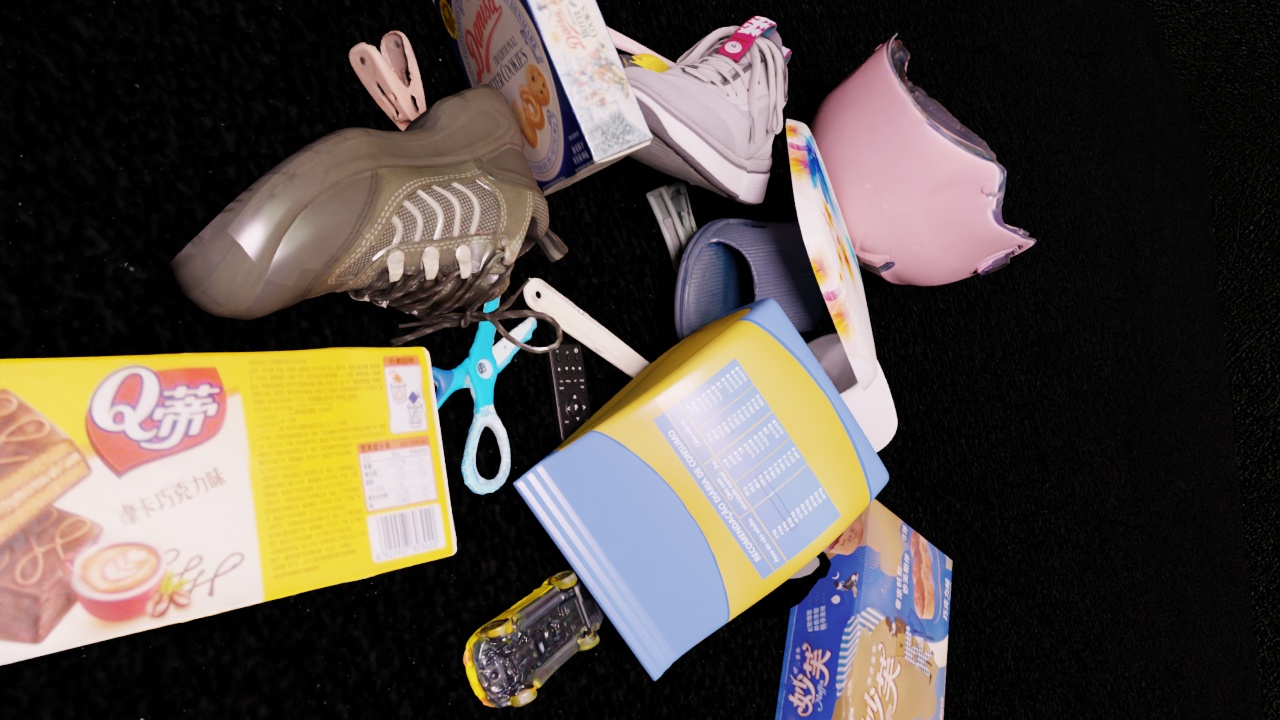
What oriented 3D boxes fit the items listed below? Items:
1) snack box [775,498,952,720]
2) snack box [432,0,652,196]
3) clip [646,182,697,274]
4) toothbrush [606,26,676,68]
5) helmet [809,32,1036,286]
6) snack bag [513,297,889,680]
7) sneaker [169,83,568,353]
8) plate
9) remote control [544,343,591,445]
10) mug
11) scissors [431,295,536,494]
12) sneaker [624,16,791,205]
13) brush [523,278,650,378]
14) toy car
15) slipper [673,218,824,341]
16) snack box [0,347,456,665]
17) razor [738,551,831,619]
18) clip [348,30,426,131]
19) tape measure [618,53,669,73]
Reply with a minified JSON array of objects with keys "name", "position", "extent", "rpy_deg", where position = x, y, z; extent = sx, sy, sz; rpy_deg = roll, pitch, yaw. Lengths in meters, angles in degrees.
[{"name":"snack box","position":[0.195,0.240,0.780],"extent":[0.155,0.069,0.202],"rpy_deg":[37,54,-35]},{"name":"snack box","position":[-0.064,-0.177,0.546],"extent":[0.042,0.144,0.145],"rpy_deg":[-28,101,-21]},{"name":"clip","position":[0.035,-0.105,0.732],"extent":[0.049,0.023,0.078],"rpy_deg":[-39,107,-45]},{"name":"toothbrush","position":[0.003,-0.251,0.738],"extent":[0.180,0.018,0.015],"rpy_deg":[5,76,-47]},{"name":"helmet","position":[0.251,-0.163,0.874],"extent":[0.230,0.153,0.255],"rpy_deg":[57,19,17]},{"name":"snack bag","position":[0.039,0.079,0.600],"extent":[0.204,0.102,0.159],"rpy_deg":[-38,98,-25]},{"name":"sneaker","position":[-0.118,-0.047,0.484],"extent":[0.143,0.101,0.237],"rpy_deg":[58,37,-10]},{"name":"plate","position":[0.155,-0.087,0.730],"extent":[0.186,0.016,0.187],"rpy_deg":[-86,152,-46]},{"name":"remote control","position":[-0.042,0.058,0.608],"extent":[0.030,0.009,0.140],"rpy_deg":[-2,81,-49]},{"name":"mug","position":[0.168,0.045,0.808],"extent":[0.114,0.081,0.087],"rpy_deg":[-44,126,-11]},{"name":"scissors","position":[-0.106,0.005,0.550],"extent":[0.114,0.013,0.140],"rpy_deg":[26,63,-40]},{"name":"sneaker","position":[0.053,-0.185,0.643],"extent":[0.262,0.097,0.129],"rpy_deg":[-14,126,-67]},{"name":"brush","position":[-0.004,0.004,0.666],"extent":[0.217,0.012,0.033],"rpy_deg":[37,54,-35]},{"name":"toy car","position":[-0.060,0.162,0.544],"extent":[0.106,0.030,0.049],"rpy_deg":[-24,96,-51]},{"name":"slipper","position":[0.120,-0.070,0.754],"extent":[0.262,0.083,0.101],"rpy_deg":[-21,111,-53]},{"name":"snack box","position":[-0.195,0.053,0.397],"extent":[0.229,0.062,0.110],"rpy_deg":[-3,82,-49]},{"name":"razor","position":[0.079,0.167,0.687],"extent":[0.156,0.057,0.060],"rpy_deg":[-2,49,-49]},{"name":"clip","position":[-0.144,-0.167,0.547],"extent":[0.060,0.024,0.039],"rpy_deg":[59,45,-34]},{"name":"tape measure","position":[0.006,-0.205,0.714],"extent":[0.064,0.037,0.065],"rpy_deg":[-16,92,-49]}]
